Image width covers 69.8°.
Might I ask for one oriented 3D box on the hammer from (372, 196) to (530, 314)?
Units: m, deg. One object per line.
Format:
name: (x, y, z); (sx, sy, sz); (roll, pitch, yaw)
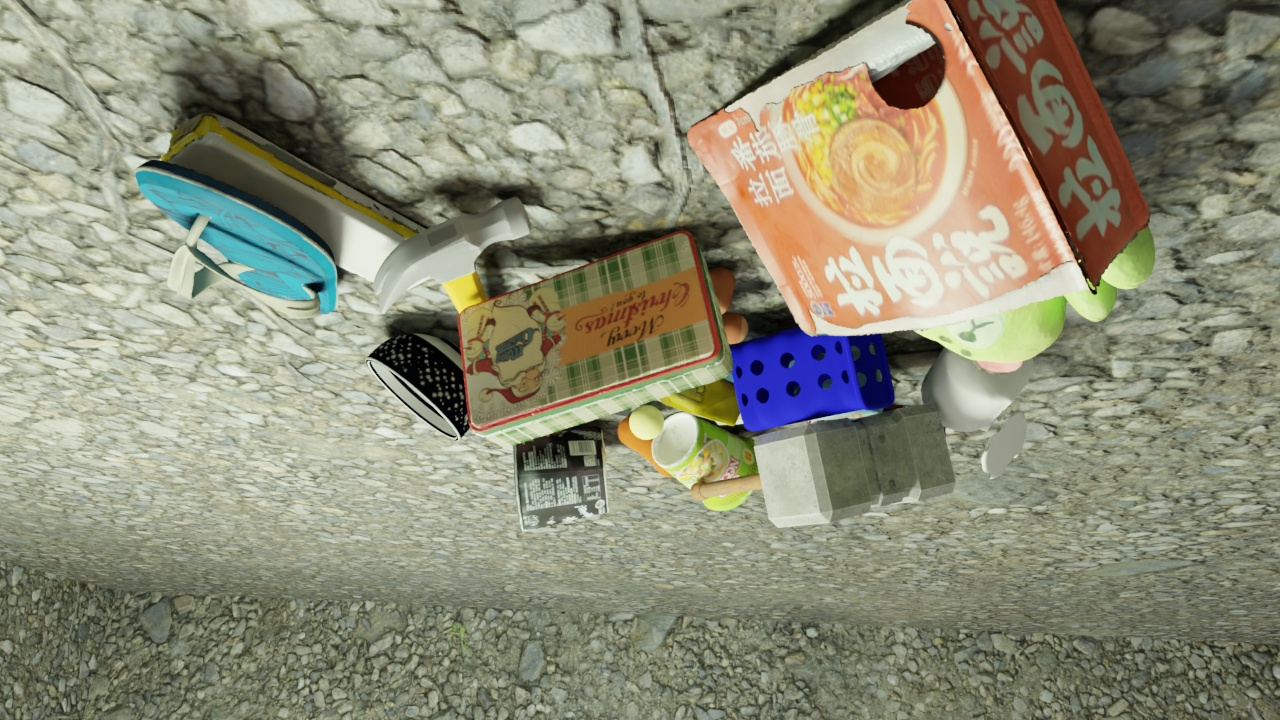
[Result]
hammer: (-0.140, -0.037, 0.799); (0.127, 0.029, 0.324); (-21, 163, -6)

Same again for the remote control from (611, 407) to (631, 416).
remote control: (-0.083, 0.044, 1.034); (0.146, 0.015, 0.033); (9, 157, -13)

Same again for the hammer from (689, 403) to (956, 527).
hammer: (0.137, 0.119, 0.925); (0.162, 0.083, 0.319); (-6, 171, -30)

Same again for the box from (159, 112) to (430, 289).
box: (-0.239, -0.108, 0.672); (0.065, 0.037, 0.209); (-16, 150, 35)

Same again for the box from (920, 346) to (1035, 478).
box: (0.320, 0.041, 0.847); (0.126, 0.084, 0.156); (34, 163, 13)

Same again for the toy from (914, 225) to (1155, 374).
toy: (0.240, -0.070, 0.610); (0.150, 0.107, 0.197); (26, 164, -3)

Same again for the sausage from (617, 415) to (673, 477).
sausage: (0.017, 0.108, 1.141); (0.044, 0.039, 0.164); (-5, 156, 21)

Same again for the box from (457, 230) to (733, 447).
box: (-0.039, -0.016, 0.707); (0.206, 0.117, 0.051); (-16, 157, 12)

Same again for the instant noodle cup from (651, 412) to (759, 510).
instant noodle cup: (0.074, 0.115, 1.090); (0.099, 0.098, 0.108); (-17, 142, 40)

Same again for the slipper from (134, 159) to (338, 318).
slipper: (-0.285, -0.064, 0.682); (0.118, 0.060, 0.295); (15, 168, -7)

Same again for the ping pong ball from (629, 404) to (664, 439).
ping pong ball: (0.007, 0.071, 1.053); (0.040, 0.040, 0.040); (3, 157, 1)

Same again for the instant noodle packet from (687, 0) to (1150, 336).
instant noodle packet: (0.135, -0.100, 0.517); (0.221, 0.083, 0.164); (-13, 114, 55)

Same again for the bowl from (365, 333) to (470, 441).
bowl: (-0.203, 0.016, 0.906); (0.120, 0.066, 0.120); (34, 159, 15)

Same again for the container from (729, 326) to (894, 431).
container: (0.149, 0.012, 0.808); (0.114, 0.084, 0.085); (-15, 172, 33)

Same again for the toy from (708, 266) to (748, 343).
toy: (0.045, -0.035, 0.790); (0.095, 0.065, 0.128); (6, 168, 3)

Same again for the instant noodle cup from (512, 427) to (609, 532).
instant noodle cup: (-0.096, 0.141, 1.134); (0.112, 0.137, 0.137); (-4, 158, -3)

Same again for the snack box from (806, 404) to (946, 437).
snack box: (0.262, 0.072, 1.025); (0.141, 0.031, 0.051); (6, 157, -5)

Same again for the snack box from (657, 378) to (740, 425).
snack box: (-0.005, 0.005, 0.834); (0.180, 0.045, 0.121); (22, -179, -36)

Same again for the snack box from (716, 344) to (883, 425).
snack box: (0.150, 0.026, 0.910); (0.175, 0.053, 0.075); (-3, 158, 18)
